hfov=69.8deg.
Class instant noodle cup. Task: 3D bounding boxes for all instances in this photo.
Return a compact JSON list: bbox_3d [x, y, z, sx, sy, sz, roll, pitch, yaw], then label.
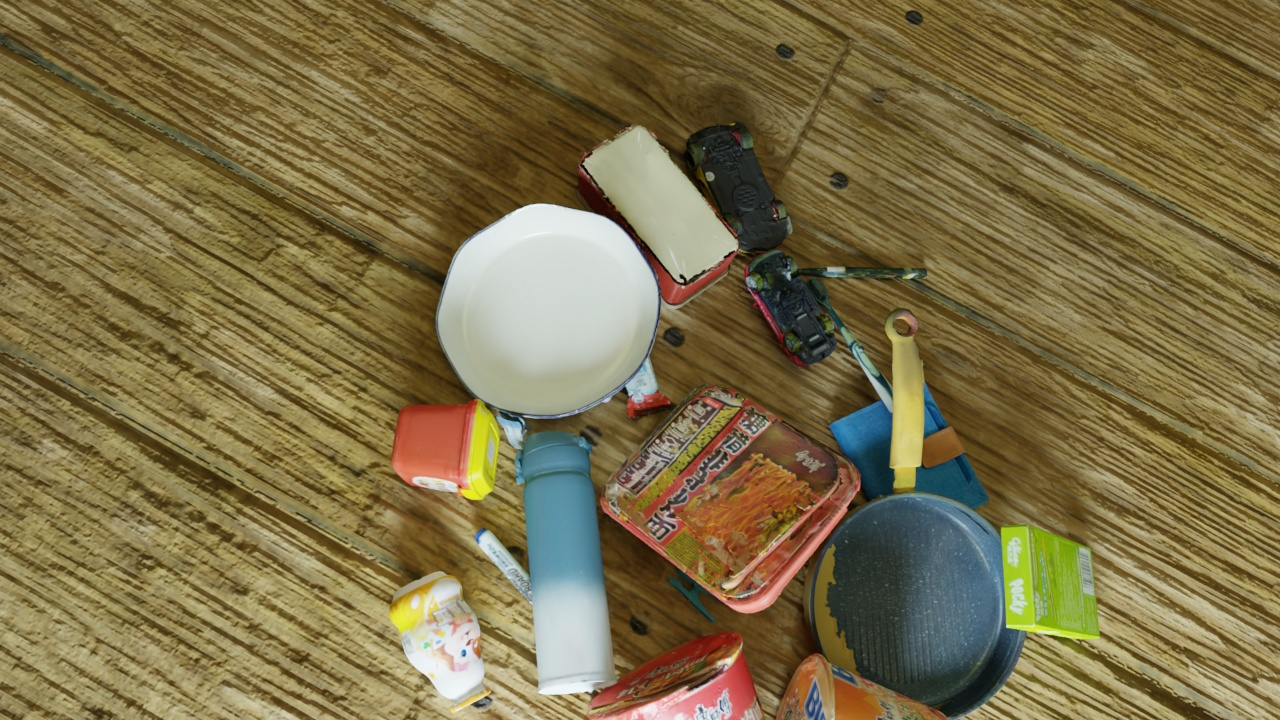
[{"bbox_3d":[0.080,0.122,0.797,0.189,0.079,0.164,32,68,36],"label":"instant noodle cup"},{"bbox_3d":[0.172,0.321,0.720,0.111,0.152,0.151,17,70,-1],"label":"instant noodle cup"},{"bbox_3d":[0.040,0.298,0.734,0.137,0.138,0.108,-24,85,-15],"label":"instant noodle cup"}]

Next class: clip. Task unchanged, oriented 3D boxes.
[{"bbox_3d":[0.050,0.209,0.821,0.056,0.014,0.041,36,70,5],"label":"clip"},{"bbox_3d":[-0.114,0.062,0.825,0.024,0.057,0.028,16,68,12],"label":"clip"}]

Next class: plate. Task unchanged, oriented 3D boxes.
[{"bbox_3d":[-0.084,-0.043,0.854,0.205,0.045,0.204,0,75,2],"label":"plate"}]

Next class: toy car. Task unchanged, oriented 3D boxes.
[{"bbox_3d":[0.097,-0.175,0.942,0.071,0.041,0.155,-20,74,-14],"label":"toy car"},{"bbox_3d":[0.144,-0.051,0.904,0.052,0.045,0.120,-26,84,-17],"label":"toy car"}]

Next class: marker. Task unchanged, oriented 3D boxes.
[{"bbox_3d":[-0.093,0.204,0.801,0.016,0.017,0.146,-41,81,-18],"label":"marker"}]

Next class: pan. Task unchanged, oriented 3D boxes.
[{"bbox_3d":[0.237,0.135,0.808,0.197,0.078,0.357,-4,82,-7],"label":"pan"}]

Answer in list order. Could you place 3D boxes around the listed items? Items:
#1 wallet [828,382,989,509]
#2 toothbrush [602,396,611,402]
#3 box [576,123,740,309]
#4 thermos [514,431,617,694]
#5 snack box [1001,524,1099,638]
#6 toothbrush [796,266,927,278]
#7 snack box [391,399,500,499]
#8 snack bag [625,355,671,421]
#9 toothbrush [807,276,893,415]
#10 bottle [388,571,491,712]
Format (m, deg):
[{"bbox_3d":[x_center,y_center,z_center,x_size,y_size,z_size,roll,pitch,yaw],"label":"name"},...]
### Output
[{"bbox_3d":[0.257,0.098,0.877,0.106,0.040,0.133,-23,77,-10],"label":"wallet"},{"bbox_3d":[-0.060,-0.048,0.890,0.029,0.021,0.189,-24,75,24],"label":"toothbrush"},{"bbox_3d":[0.018,-0.146,0.901,0.091,0.079,0.168,-35,80,-17],"label":"box"},{"bbox_3d":[-0.065,0.167,0.782,0.070,0.070,0.220,-4,64,-10],"label":"thermos"},{"bbox_3d":[0.365,0.199,0.815,0.156,0.026,0.085,21,65,-43],"label":"snack box"},{"bbox_3d":[0.206,-0.092,0.942,0.185,0.017,0.012,1,84,-8],"label":"toothbrush"},{"bbox_3d":[-0.168,0.075,0.796,0.080,0.091,0.082,5,70,1],"label":"snack box"},{"bbox_3d":[-0.005,0.005,0.875,0.045,0.026,0.105,-17,74,-4],"label":"snack bag"},{"bbox_3d":[0.215,-0.009,0.896,0.016,0.018,0.191,-24,64,-9],"label":"toothbrush"},{"bbox_3d":[-0.162,0.232,0.757,0.063,0.063,0.108,-25,77,-15],"label":"bottle"}]
